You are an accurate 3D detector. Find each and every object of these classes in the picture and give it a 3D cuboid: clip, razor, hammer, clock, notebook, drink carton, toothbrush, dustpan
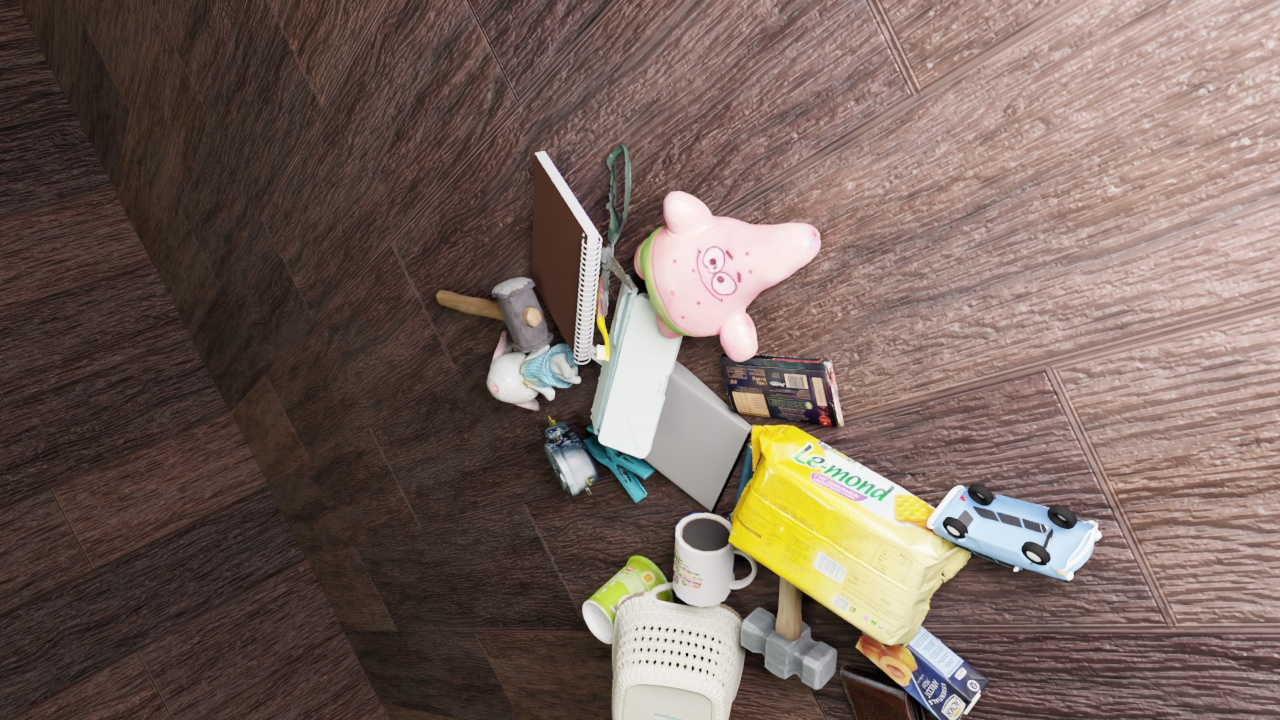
[{"bbox_3d":[-0.035,0.147,1.294,0.127,0.028,0.114,48,140,17],"label":"clip"},{"bbox_3d":[0.125,0.158,1.110,0.042,0.022,0.144,32,134,33],"label":"razor"},{"bbox_3d":[0.179,0.239,1.079,0.117,0.051,0.323,22,126,38],"label":"hammer"},{"bbox_3d":[-0.108,0.138,1.335,0.129,0.052,0.090,57,165,16],"label":"clock"},{"bbox_3d":[-0.096,-0.123,1.139,0.171,0.022,0.210,58,154,35],"label":"notebook"},{"bbox_3d":[0.302,0.327,0.990,0.130,0.040,0.064,38,138,28],"label":"drink carton"},{"bbox_3d":[-0.048,-0.055,1.122,0.021,0.016,0.135,103,166,-53],"label":"toothbrush"},{"bbox_3d":[-0.229,-0.077,1.345,0.329,0.052,0.098,12,126,56],"label":"hammer"},{"bbox_3d":[0.022,0.061,1.168,0.257,0.033,0.164,36,136,19],"label":"dustpan"}]

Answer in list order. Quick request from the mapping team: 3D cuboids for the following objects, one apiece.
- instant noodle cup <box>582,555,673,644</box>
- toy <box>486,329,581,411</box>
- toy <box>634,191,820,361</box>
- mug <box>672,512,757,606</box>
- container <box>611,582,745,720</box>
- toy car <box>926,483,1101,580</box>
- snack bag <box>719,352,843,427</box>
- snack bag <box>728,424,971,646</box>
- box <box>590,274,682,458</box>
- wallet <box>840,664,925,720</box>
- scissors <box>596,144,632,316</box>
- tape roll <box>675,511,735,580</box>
[{"bbox_3d":[-0.022,0.355,1.341,0.099,0.107,0.099,28,131,36],"label":"instant noodle cup"},{"bbox_3d":[-0.158,0.027,1.299,0.206,0.105,0.131,-3,113,53],"label":"toy"},{"bbox_3d":[0.082,-0.091,0.945,0.237,0.096,0.192,-14,108,44],"label":"toy"},{"bbox_3d":[0.093,0.251,1.144,0.105,0.073,0.090,11,124,14],"label":"mug"},{"bbox_3d":[0.045,0.436,1.242,0.185,0.142,0.247,6,125,6],"label":"container"},{"bbox_3d":[0.331,0.154,0.816,0.055,0.056,0.153,53,160,-24],"label":"toy car"},{"bbox_3d":[0.150,0.031,0.999,0.155,0.018,0.075,6,117,49],"label":"snack bag"},{"bbox_3d":[0.201,0.184,0.958,0.247,0.068,0.160,31,127,23],"label":"snack bag"},{"bbox_3d":[-0.009,0.007,1.114,0.125,0.075,0.198,-130,50,-57],"label":"box"},{"bbox_3d":[0.290,0.421,1.075,0.100,0.031,0.120,0,113,54],"label":"wallet"},{"bbox_3d":[-0.057,-0.157,1.105,0.204,0.015,0.202,20,110,54],"label":"scissors"},{"bbox_3d":[0.085,0.245,1.217,0.093,0.016,0.091,19,127,43],"label":"tape roll"}]
